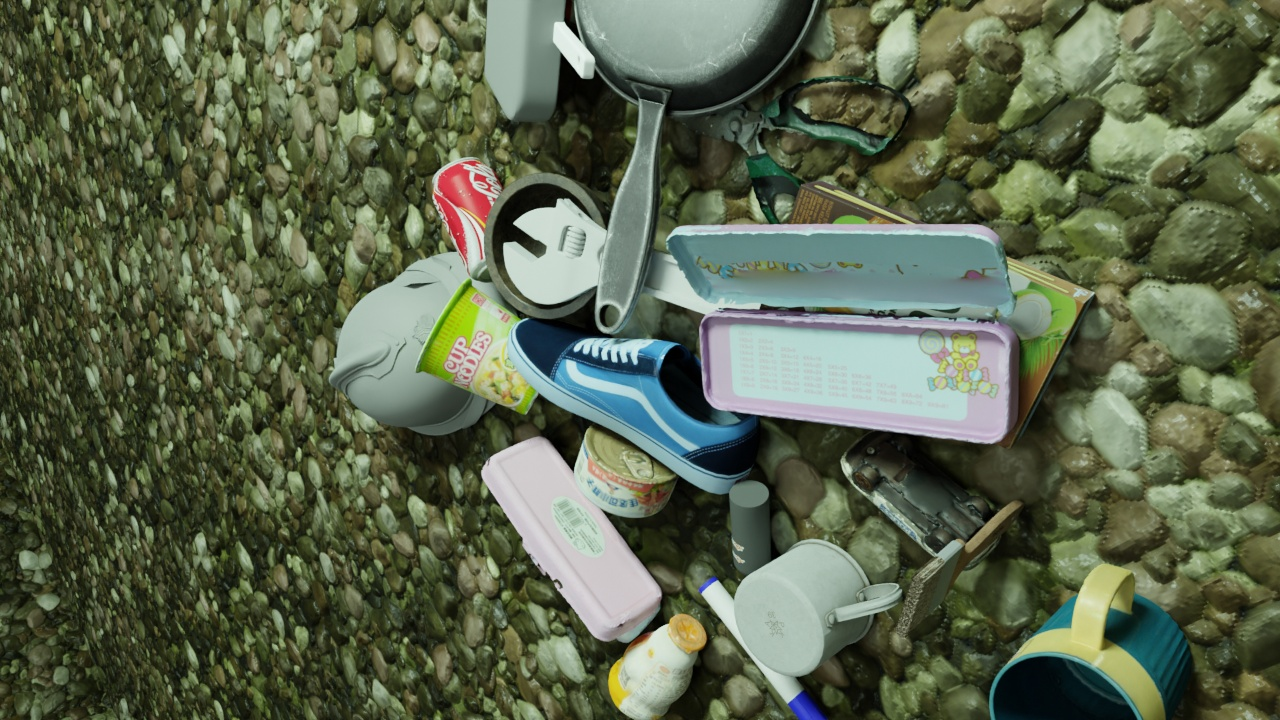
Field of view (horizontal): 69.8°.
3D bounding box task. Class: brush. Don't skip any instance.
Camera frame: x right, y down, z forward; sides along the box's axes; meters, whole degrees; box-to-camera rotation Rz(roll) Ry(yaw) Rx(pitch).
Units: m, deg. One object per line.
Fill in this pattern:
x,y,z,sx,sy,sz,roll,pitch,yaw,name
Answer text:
0.196,0.113,0.545,0.008,0.142,0.045,30,128,35,brush

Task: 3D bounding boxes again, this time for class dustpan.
-0.082,-0.263,0.709,0.257,0.033,0.163,-118,30,-53,dustpan

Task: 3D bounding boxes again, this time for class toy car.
0.186,0.093,0.618,0.113,0.048,0.041,44,158,27,toy car

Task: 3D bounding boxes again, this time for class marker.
0.099,0.239,0.752,0.141,0.020,0.020,50,129,22,marker

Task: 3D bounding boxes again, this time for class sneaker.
-0.004,0.004,0.736,0.241,0.083,0.098,30,132,24,sneaker

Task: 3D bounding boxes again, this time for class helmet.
-0.249,-0.006,0.939,0.272,0.117,0.183,-25,84,42,helmet

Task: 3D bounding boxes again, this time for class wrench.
0.011,-0.057,0.713,0.273,0.018,0.087,21,108,21,wrench

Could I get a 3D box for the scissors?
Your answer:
0.100,-0.172,0.645,0.209,0.015,0.147,48,131,21,scissors

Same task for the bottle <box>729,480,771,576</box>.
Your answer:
0.087,0.146,0.719,0.030,0.030,0.113,23,135,36,bottle

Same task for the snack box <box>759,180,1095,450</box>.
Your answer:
0.173,-0.034,0.590,0.186,0.031,0.101,30,120,27,snack box

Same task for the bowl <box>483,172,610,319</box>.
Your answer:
-0.069,-0.099,0.788,0.121,0.056,0.121,5,102,26,bowl

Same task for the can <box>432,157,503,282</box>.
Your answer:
-0.148,-0.130,0.851,0.064,0.064,0.104,-37,76,42,can

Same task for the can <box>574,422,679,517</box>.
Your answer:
-0.010,0.088,0.767,0.086,0.086,0.043,38,126,29,can

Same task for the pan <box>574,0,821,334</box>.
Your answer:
0.012,-0.187,0.658,0.187,0.055,0.357,20,103,21,pan

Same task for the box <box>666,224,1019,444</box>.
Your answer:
0.124,-0.024,0.576,0.215,0.048,0.150,6,128,36,box

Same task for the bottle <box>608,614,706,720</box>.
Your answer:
0.017,0.268,0.807,0.063,0.063,0.109,47,126,23,bottle

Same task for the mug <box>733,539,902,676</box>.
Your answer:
0.131,0.181,0.674,0.113,0.070,0.084,-17,89,45,mug

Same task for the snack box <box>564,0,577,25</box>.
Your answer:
-0.030,-0.287,0.723,0.141,0.031,0.051,39,125,29,snack box

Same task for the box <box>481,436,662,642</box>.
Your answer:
-0.071,0.176,0.856,0.201,0.086,0.103,50,141,21,box

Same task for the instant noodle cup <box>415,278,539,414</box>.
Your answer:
-0.134,-0.006,0.834,0.108,0.098,0.099,30,126,-4,instant noodle cup

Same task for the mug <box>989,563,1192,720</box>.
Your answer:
0.263,0.172,0.524,0.083,0.107,0.114,14,110,42,mug
